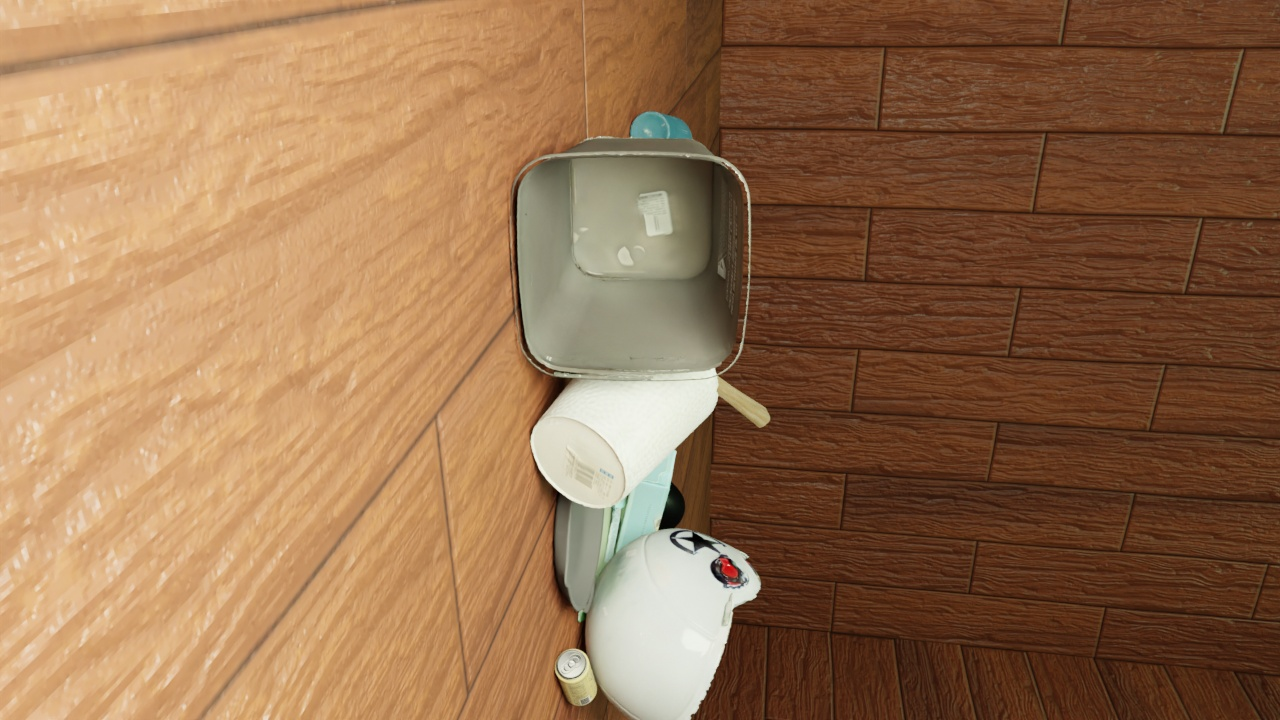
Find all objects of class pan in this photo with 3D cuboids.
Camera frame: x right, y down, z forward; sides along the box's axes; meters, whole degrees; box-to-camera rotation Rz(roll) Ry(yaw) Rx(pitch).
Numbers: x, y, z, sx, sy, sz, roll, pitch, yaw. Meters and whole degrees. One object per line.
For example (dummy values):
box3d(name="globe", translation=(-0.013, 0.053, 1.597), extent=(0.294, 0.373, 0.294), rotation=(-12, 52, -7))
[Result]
box3d(name="pan", translation=(-0.070, 0.125, 1.007), extent=(0.216, 0.024, 0.355), rotation=(-69, 160, -65))

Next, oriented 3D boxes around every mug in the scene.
box3d(name="mug", translation=(0.010, 0.205, 1.443), extent=(0.118, 0.085, 0.100), rotation=(64, 6, 31))
box3d(name="mug", translation=(0.027, -0.326, 1.343), extent=(0.121, 0.078, 0.078), rotation=(-27, 120, -74))

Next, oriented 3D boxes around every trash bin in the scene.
box3d(name="trash bin", translation=(-0.018, 0.053, 0.889), extent=(0.160, 0.133, 0.133), rotation=(-46, 143, -45))
box3d(name="trash bin", translation=(-0.004, -0.113, 0.855), extent=(0.219, 0.197, 0.198), rotation=(-83, 174, -67))

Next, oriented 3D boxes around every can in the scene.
box3d(name="can", translation=(-0.072, 0.356, 1.031), extent=(0.080, 0.038, 0.038), rotation=(83, 13, -50))

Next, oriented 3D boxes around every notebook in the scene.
box3d(name="notebook", translation=(-0.049, 0.254, 1.251), extent=(0.252, 0.010, 0.181), rotation=(52, 41, -77))

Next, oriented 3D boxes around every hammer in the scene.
box3d(name="hammer", translation=(0.097, 0.024, 1.378), extent=(0.322, 0.051, 0.117), rotation=(35, 24, -41))

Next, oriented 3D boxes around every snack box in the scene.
box3d(name="snack box", translation=(0.006, 0.201, 1.267), extent=(0.074, 0.053, 0.175), rotation=(-77, 180, -52))

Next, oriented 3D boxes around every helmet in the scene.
box3d(name="helmet", translation=(0.018, 0.312, 1.104), extent=(0.237, 0.163, 0.263), rotation=(-62, -178, 19))

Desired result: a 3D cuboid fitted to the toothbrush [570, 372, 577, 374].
box3d(name="toothbrush", translation=(-0.056, 0.023, 1.092), extent=(0.190, 0.016, 0.017), rotation=(40, 56, -80))

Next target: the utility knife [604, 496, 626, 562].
box3d(name="utility knife", translation=(-0.029, 0.187, 1.246), extent=(0.016, 0.022, 0.177), rotation=(71, 28, -63))
